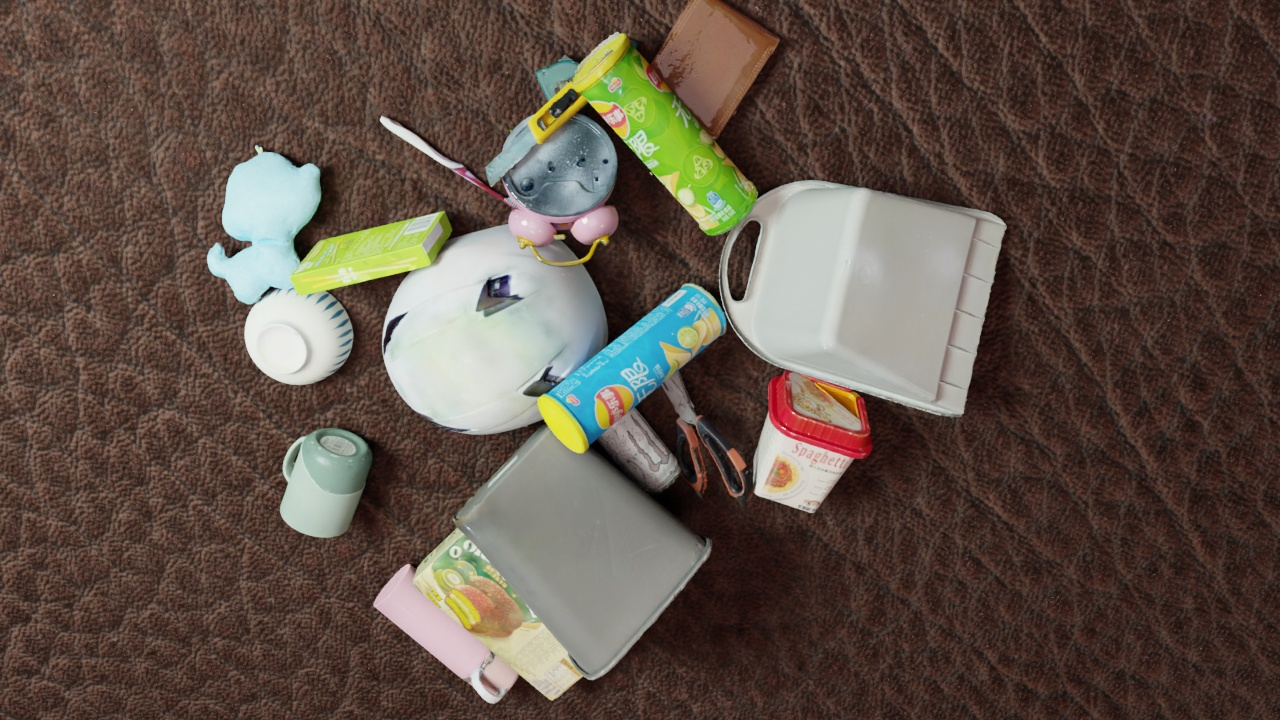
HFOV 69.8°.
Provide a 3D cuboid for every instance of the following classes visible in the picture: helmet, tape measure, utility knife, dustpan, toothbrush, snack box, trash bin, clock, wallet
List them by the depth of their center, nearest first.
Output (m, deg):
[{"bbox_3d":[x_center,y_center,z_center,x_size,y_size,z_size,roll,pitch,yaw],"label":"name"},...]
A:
[{"bbox_3d":[-0.077,-0.251,0.915,0.033,0.015,0.218,43,78,5],"label":"utility knife"},{"bbox_3d":[0.068,-0.300,0.934,0.101,0.032,0.125,31,108,-11],"label":"wallet"},{"bbox_3d":[-0.081,-0.172,0.936,0.117,0.060,0.158,-4,77,-6],"label":"clock"},{"bbox_3d":[-0.076,-0.283,0.948,0.054,0.025,0.058,-23,107,11],"label":"tape measure"},{"bbox_3d":[-0.285,-0.114,0.974,0.156,0.085,0.026,-11,121,13],"label":"snack box"},{"bbox_3d":[0.225,-0.079,0.975,0.257,0.143,0.222,16,87,-30],"label":"dustpan"},{"bbox_3d":[-0.167,-0.016,0.980,0.259,0.145,0.229,-23,106,10],"label":"helmet"},{"bbox_3d":[-0.195,-0.210,0.984,0.187,0.016,0.017,32,99,-8],"label":"toothbrush"},{"bbox_3d":[-0.076,0.197,1.018,0.220,0.199,0.198,44,76,-4],"label":"trash bin"},{"bbox_3d":[-0.152,0.302,1.133,0.240,0.063,0.115,43,105,-11],"label":"snack box"}]

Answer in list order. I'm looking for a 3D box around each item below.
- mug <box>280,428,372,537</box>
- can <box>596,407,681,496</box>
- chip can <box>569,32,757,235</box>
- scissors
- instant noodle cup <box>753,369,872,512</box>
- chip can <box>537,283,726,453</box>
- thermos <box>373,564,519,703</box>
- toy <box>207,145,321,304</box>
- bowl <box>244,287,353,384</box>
[{"bbox_3d":[-0.377,0.133,1.082,0.112,0.082,0.106,33,111,24],"label":"mug"},{"bbox_3d":[-0.018,0.085,1.053,0.058,0.058,0.147,-36,103,13],"label":"can"},{"bbox_3d":[0.029,-0.220,0.919,0.073,0.072,0.221,-40,116,14],"label":"chip can"},{"bbox_3d":[0.054,0.073,1.047,0.197,0.015,0.214,34,138,29],"label":"scissors"},{"bbox_3d":[0.183,0.093,1.027,0.116,0.116,0.124,19,121,-4],"label":"instant noodle cup"},{"bbox_3d":[-0.006,0.006,0.957,0.209,0.071,0.071,-39,106,-22],"label":"chip can"},{"bbox_3d":[-0.238,0.346,1.140,0.067,0.087,0.198,-42,101,12],"label":"thermos"},{"bbox_3d":[-0.407,-0.151,0.993,0.161,0.049,0.156,-18,98,10],"label":"toy"},{"bbox_3d":[-0.390,-0.023,1.030,0.116,0.066,0.116,1,109,3],"label":"bowl"}]
